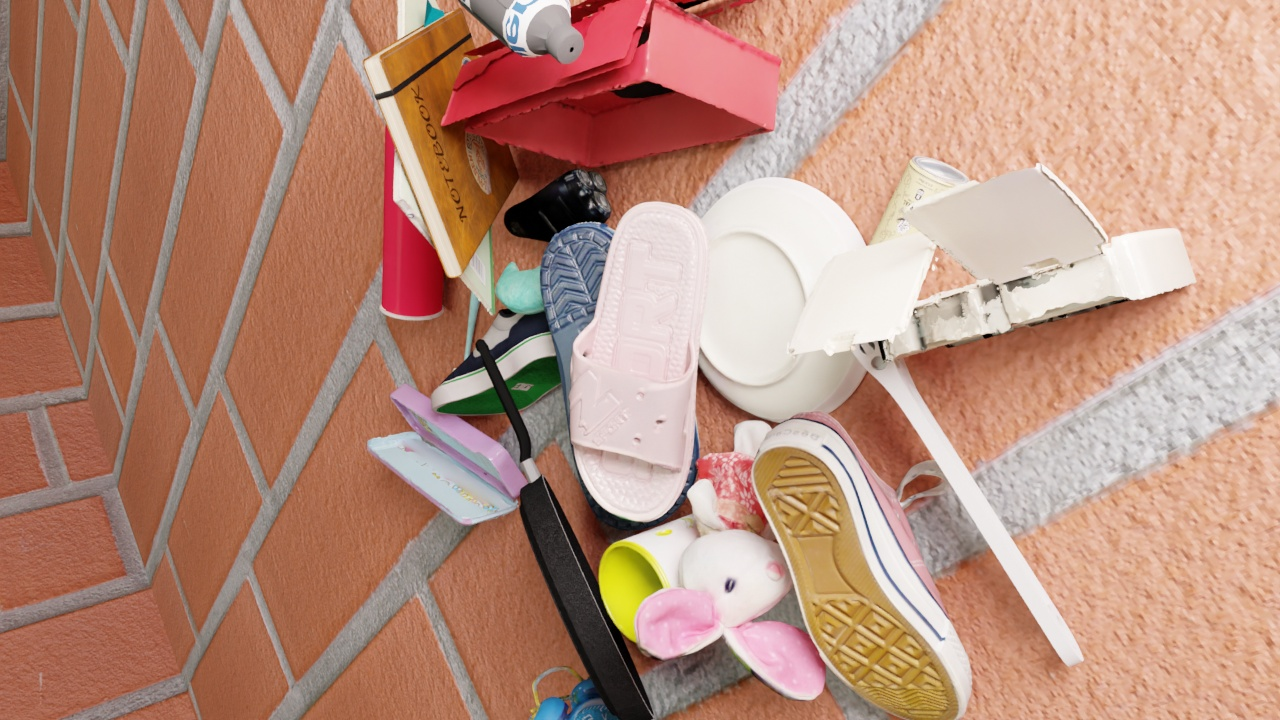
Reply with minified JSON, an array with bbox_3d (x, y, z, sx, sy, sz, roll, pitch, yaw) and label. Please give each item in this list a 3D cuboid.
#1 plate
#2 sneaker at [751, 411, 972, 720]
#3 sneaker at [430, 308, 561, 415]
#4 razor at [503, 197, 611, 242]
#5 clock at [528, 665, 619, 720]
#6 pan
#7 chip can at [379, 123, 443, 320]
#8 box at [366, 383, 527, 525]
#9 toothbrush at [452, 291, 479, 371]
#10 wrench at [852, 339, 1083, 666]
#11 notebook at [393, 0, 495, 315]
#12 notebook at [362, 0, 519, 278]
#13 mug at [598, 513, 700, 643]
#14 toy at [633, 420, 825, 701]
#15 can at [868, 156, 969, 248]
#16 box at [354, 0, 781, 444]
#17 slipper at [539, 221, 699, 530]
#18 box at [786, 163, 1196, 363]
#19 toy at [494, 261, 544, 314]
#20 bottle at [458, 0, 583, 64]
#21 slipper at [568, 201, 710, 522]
[{"bbox_3d":[0.087,-0.040,0.669,0.182,0.034,0.182,15,111,45],"label":"plate"},{"bbox_3d":[0.152,0.130,0.606,0.118,0.087,0.241,-15,110,37],"label":"sneaker"},{"bbox_3d":[-0.132,-0.003,0.897,0.236,0.084,0.079,-27,63,46],"label":"sneaker"},{"bbox_3d":[-0.078,-0.136,0.823,0.054,0.067,0.152,52,158,-20],"label":"razor"},{"bbox_3d":[-0.048,0.363,0.865,0.161,0.116,0.060,49,121,22],"label":"clock"},{"bbox_3d":[-0.077,0.147,0.797,0.356,0.034,0.225,64,174,4],"label":"pan"},{"bbox_3d":[-0.239,-0.158,0.975,0.069,0.069,0.221,28,120,41],"label":"chip can"},{"bbox_3d":[-0.212,0.105,1.008,0.214,0.077,0.096,25,87,42],"label":"box"},{"bbox_3d":[-0.181,-0.049,0.980,0.016,0.016,0.181,38,125,36],"label":"toothbrush"},{"bbox_3d":[0.189,0.060,0.560,0.018,0.086,0.273,-33,87,21],"label":"wrench"},{"bbox_3d":[-0.160,-0.186,0.770,0.010,0.182,0.252,-12,64,10],"label":"notebook"},{"bbox_3d":[-0.152,-0.197,0.747,0.014,0.248,0.178,-12,117,10],"label":"notebook"},{"bbox_3d":[0.032,0.169,0.730,0.083,0.106,0.082,16,112,45],"label":"mug"},{"bbox_3d":[0.072,0.137,0.664,0.084,0.159,0.193,-37,33,49],"label":"toy"},{"bbox_3d":[0.167,-0.081,0.566,0.038,0.038,0.080,43,129,32],"label":"can"},{"bbox_3d":[-0.047,-0.090,0.639,0.214,0.153,0.325,1,70,46],"label":"box"},{"bbox_3d":[-0.010,0.010,0.751,0.105,0.095,0.253,-11,98,14],"label":"slipper"},{"bbox_3d":[0.170,-0.045,0.456,0.144,0.190,0.069,-19,85,42],"label":"box"},{"bbox_3d":[-0.081,-0.074,0.803,0.105,0.084,0.033,-22,127,18],"label":"toy"},{"bbox_3d":[-0.073,-0.214,0.550,0.112,0.046,0.047,47,131,26],"label":"bottle"},{"bbox_3d":[-0.004,0.004,0.668,0.094,0.064,0.239,10,100,14],"label":"slipper"}]
